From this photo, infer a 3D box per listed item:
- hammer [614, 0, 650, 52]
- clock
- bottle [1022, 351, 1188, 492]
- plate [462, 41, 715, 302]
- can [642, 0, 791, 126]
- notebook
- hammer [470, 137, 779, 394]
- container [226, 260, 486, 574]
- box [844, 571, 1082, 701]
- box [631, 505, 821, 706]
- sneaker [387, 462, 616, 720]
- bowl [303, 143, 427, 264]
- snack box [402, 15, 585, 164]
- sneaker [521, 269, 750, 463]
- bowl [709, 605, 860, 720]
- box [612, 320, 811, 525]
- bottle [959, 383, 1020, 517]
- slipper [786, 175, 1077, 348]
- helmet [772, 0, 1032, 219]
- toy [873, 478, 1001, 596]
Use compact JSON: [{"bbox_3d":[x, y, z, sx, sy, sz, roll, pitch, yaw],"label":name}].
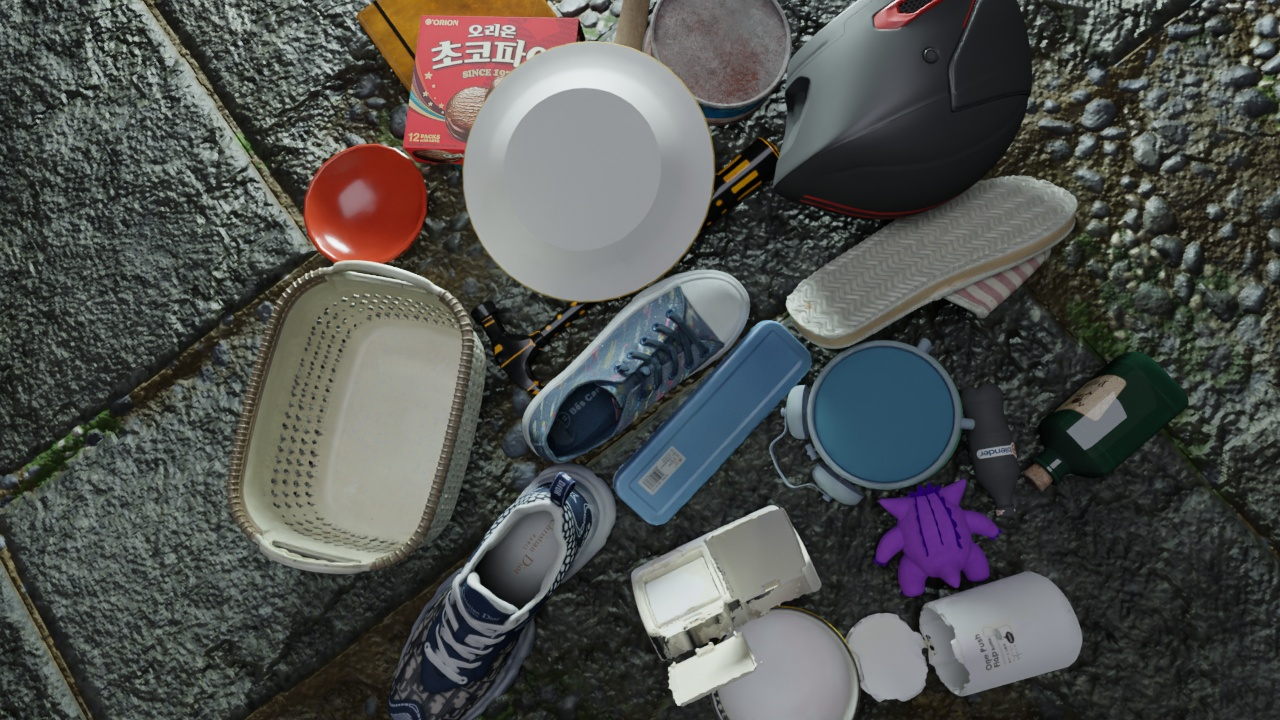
[{"bbox_3d":[-0.012,-0.299,0.864,0.119,0.031,0.330,8,77,5],"label":"hammer"},{"bbox_3d":[0.187,0.055,0.769,0.162,0.075,0.122,-29,76,15],"label":"clock"},{"bbox_3d":[0.368,0.057,0.747,0.131,0.061,0.061,-40,80,-1],"label":"bottle"},{"bbox_3d":[-0.049,-0.166,0.806,0.230,0.021,0.230,0,92,10],"label":"plate"},{"bbox_3d":[0.069,-0.284,0.836,0.130,0.044,0.130,1,83,-9],"label":"can"},{"bbox_3d":[-0.156,-0.288,0.899,0.178,0.014,0.249,-36,78,0],"label":"notebook"},{"bbox_3d":[0.000,-0.090,0.837,0.320,0.036,0.123,-38,82,2],"label":"hammer"},{"bbox_3d":[-0.229,0.052,0.786,0.185,0.143,0.246,12,82,9],"label":"container"},{"bbox_3d":[0.252,0.226,0.731,0.162,0.112,0.084,-13,82,-9],"label":"box"},{"bbox_3d":[0.062,0.166,0.708,0.145,0.185,0.095,-26,93,-3],"label":"box"},{"bbox_3d":[-0.126,0.200,0.752,0.103,0.132,0.269,37,88,10],"label":"sneaker"},{"bbox_3d":[-0.257,-0.143,0.878,0.122,0.035,0.122,-1,80,7],"label":"bowl"},{"bbox_3d":[-0.136,-0.253,0.863,0.152,0.036,0.132,4,80,8],"label":"snack box"},{"bbox_3d":[-0.005,0.005,0.786,0.235,0.079,0.087,-38,100,0],"label":"sneaker"},{"bbox_3d":[0.115,0.256,0.743,0.117,0.067,0.117,-1,80,7],"label":"bowl"},{"bbox_3d":[0.064,0.054,0.812,0.066,0.049,0.210,43,90,-7],"label":"box"},{"bbox_3d":[0.294,0.075,0.766,0.036,0.036,0.109,-10,79,6],"label":"bottle"},{"bbox_3d":[0.247,-0.076,0.774,0.262,0.052,0.115,-27,43,-10],"label":"slipper"},{"bbox_3d":[0.221,-0.210,0.760,0.264,0.164,0.170,-32,89,-8],"label":"helmet"},{"bbox_3d":[0.242,0.144,0.751,0.106,0.056,0.088,-15,80,5],"label":"toy"}]
